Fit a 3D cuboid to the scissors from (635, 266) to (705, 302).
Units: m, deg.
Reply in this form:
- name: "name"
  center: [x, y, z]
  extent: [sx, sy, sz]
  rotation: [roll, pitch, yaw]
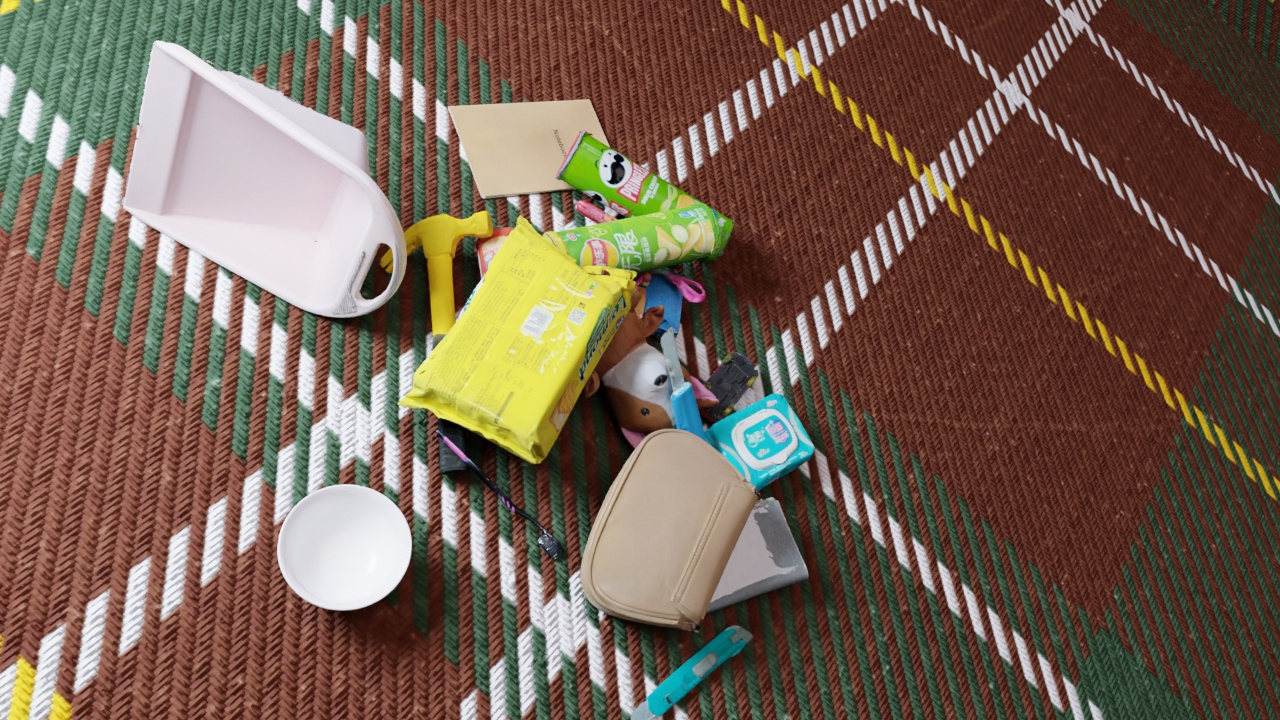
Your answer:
- name: "scissors"
  center: [0.024, -0.111, 1.153]
  extent: [0.134, 0.017, 0.133]
  rotation: [35, 41, 13]

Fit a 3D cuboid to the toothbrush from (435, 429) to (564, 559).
- name: "toothbrush"
  center: [-0.148, 0.141, 0.955]
  extent: [0.189, 0.014, 0.017]
  rotation: [47, 63, -12]

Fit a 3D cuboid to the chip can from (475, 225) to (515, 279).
- name: "chip can"
  center: [-0.142, -0.048, 1.051]
  extent: [0.073, 0.073, 0.216]
  rotation: [-2, 63, -25]

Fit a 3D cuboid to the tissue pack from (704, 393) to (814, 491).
- name: "tissue pack"
  center: [0.138, 0.104, 1.102]
  extent: [0.133, 0.050, 0.093]
  rotation: [-25, 76, -32]

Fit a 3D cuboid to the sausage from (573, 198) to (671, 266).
- name: "sausage"
  center: [-0.021, -0.166, 1.190]
  extent: [0.156, 0.020, 0.020]
  rotation: [31, 55, -15]

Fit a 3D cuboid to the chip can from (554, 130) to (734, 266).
- name: "chip can"
  center: [0.008, -0.210, 1.194]
  extent: [0.236, 0.072, 0.072]
  rotation: [28, 55, -13]

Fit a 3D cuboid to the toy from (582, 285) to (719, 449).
- name: "toy"
  center: [-0.006, 0.006, 1.051]
  extent: [0.140, 0.130, 0.199]
  rotation: [-36, 97, -14]

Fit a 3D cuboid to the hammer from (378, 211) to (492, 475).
- name: "hammer"
  center: [-0.215, -0.023, 1.008]
  extent: [0.129, 0.033, 0.300]
  rotation: [-10, 71, 4]

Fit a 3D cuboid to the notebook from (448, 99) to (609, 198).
- name: "notebook"
  center: [-0.136, -0.286, 1.223]
  extent: [0.207, 0.008, 0.147]
  rotation: [-12, 69, -28]

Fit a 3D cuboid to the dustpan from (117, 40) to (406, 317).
- name: "dustpan"
  center: [-0.374, -0.154, 0.918]
  extent: [0.273, 0.223, 0.138]
  rotation: [10, 47, -27]

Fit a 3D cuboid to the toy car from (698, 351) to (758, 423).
- name: "toy car"
  center: [0.106, 0.033, 1.138]
  extent: [0.049, 0.031, 0.106]
  rotation: [42, 56, 1]

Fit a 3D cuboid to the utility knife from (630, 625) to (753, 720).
- name: "utility knife"
  center: [0.055, 0.330, 0.963]
  extent: [0.175, 0.013, 0.029]
  rotation: [-30, 76, -33]

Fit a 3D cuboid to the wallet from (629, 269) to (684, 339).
- name: "wallet"
  center: [-0.011, -0.086, 1.151]
  extent: [0.133, 0.040, 0.106]
  rotation: [18, 53, -13]

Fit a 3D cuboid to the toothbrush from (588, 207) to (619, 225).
- name: "toothbrush"
  center: [-0.078, -0.156, 1.174]
  extent: [0.016, 0.016, 0.179]
  rotation: [46, 53, 0]

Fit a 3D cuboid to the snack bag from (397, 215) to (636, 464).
- name: "snack bag"
  center: [-0.120, -0.022, 0.957]
  extent: [0.158, 0.068, 0.246]
  rotation: [27, 70, 4]

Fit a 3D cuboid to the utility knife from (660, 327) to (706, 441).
- name: "utility knife"
  center: [0.051, 0.058, 1.020]
  extent: [0.034, 0.219, 0.018]
  rotation: [-26, 33, -18]

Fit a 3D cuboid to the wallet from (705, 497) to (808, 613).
- name: "wallet"
  center: [0.110, 0.216, 1.035]
  extent: [0.129, 0.037, 0.106]
  rotation: [-14, 68, -17]

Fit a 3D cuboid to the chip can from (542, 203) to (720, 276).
- name: "chip can"
  center: [-0.008, -0.138, 1.103]
  extent: [0.220, 0.073, 0.072]
  rotation: [-15, 70, -24]

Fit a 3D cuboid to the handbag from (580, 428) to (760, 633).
- name: "handbag"
  center: [0.027, 0.181, 0.972]
  extent: [0.148, 0.100, 0.204]
  rotation: [27, 72, 2]

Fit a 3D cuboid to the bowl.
- name: "bowl"
  center: [-0.281, 0.184, 0.866]
  extent: [0.118, 0.065, 0.118]
  rotation: [11, 59, -19]
